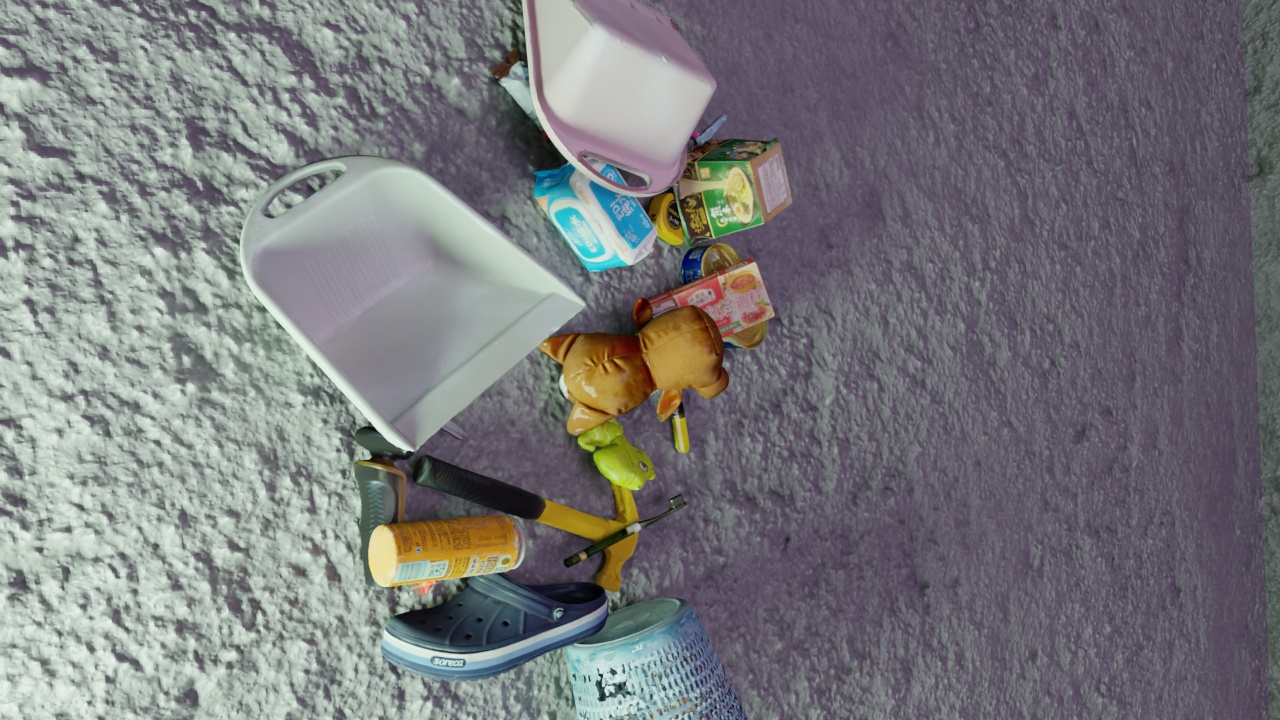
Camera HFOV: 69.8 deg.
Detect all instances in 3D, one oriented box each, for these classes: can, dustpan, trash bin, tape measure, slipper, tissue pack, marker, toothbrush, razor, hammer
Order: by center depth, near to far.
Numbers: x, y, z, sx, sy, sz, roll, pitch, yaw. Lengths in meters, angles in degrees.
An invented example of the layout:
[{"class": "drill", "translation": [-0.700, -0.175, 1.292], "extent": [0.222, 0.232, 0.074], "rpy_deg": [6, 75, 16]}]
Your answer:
[{"class": "dustpan", "translation": [-0.227, -0.081, 0.831], "extent": [0.222, 0.258, 0.143], "rpy_deg": [-43, 138, -28]}, {"class": "can", "translation": [-0.188, 0.184, 0.898], "extent": [0.145, 0.058, 0.058], "rpy_deg": [3, 89, -41]}, {"class": "razor", "translation": [-0.252, 0.147, 0.907], "extent": [0.067, 0.062, 0.167], "rpy_deg": [-13, 106, -68]}, {"class": "slipper", "translation": [-0.139, 0.261, 0.954], "extent": [0.252, 0.105, 0.095], "rpy_deg": [-2, 93, -37]}, {"class": "hammer", "translation": [-0.114, 0.162, 1.008], "extent": [0.300, 0.033, 0.128], "rpy_deg": [27, 74, -38]}, {"class": "dustpan", "translation": [-0.040, -0.312, 1.016], "extent": [0.222, 0.273, 0.139], "rpy_deg": [14, 123, -33]}, {"class": "tissue pack", "translation": [-0.052, -0.163, 1.021], "extent": [0.063, 0.090, 0.140], "rpy_deg": [-51, 119, -30]}, {"class": "trash bin", "translation": [0.016, 0.382, 1.025], "extent": [0.226, 0.227, 0.195], "rpy_deg": [-17, 88, -35]}, {"class": "toothbrush", "translation": [-0.015, 0.196, 1.065], "extent": [0.185, 0.012, 0.017], "rpy_deg": [-21, 99, -38]}, {"class": "tape measure", "translation": [0.031, -0.175, 1.121], "extent": [0.060, 0.029, 0.057], "rpy_deg": [25, 72, -50]}, {"class": "marker", "translation": [0.044, 0.054, 1.146], "extent": [0.018, 0.015, 0.124], "rpy_deg": [-12, 95, -37]}, {"class": "can", "translation": [0.107, -0.080, 1.167], "extent": [0.074, 0.049, 0.148], "rpy_deg": [-43, 115, -29]}]

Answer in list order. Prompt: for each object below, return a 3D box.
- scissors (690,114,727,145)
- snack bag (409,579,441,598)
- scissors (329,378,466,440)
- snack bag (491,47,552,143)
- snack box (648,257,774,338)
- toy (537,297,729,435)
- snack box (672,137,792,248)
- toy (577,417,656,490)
[{"class": "scissors", "translation": [0.074, -0.270, 1.162], "extent": [0.133, 0.017, 0.125], "rpy_deg": [12, 82, -40]}, {"class": "snack bag", "translation": [-0.199, 0.202, 0.948], "extent": [0.103, 0.026, 0.048], "rpy_deg": [-32, 115, -53]}, {"class": "scissors", "translation": [-0.246, 0.043, 0.929], "extent": [0.105, 0.012, 0.175], "rpy_deg": [-39, 114, -32]}, {"class": "snack bag", "translation": [-0.119, -0.288, 1.009], "extent": [0.105, 0.026, 0.045], "rpy_deg": [49, 67, -24]}, {"class": "snack box", "translation": [0.079, -0.060, 1.113], "extent": [0.153, 0.025, 0.075], "rpy_deg": [-22, 109, 1]}, {"class": "toy", "translation": [-0.006, 0.006, 1.040], "extent": [0.199, 0.131, 0.140], "rpy_deg": [-19, 68, -17]}, {"class": "snack box", "translation": [0.117, -0.209, 1.119], "extent": [0.118, 0.106, 0.117], "rpy_deg": [-39, 121, -42]}, {"class": "toy", "translation": [-0.029, 0.108, 1.061], "extent": [0.096, 0.031, 0.100], "rpy_deg": [6, 49, -39]}]
